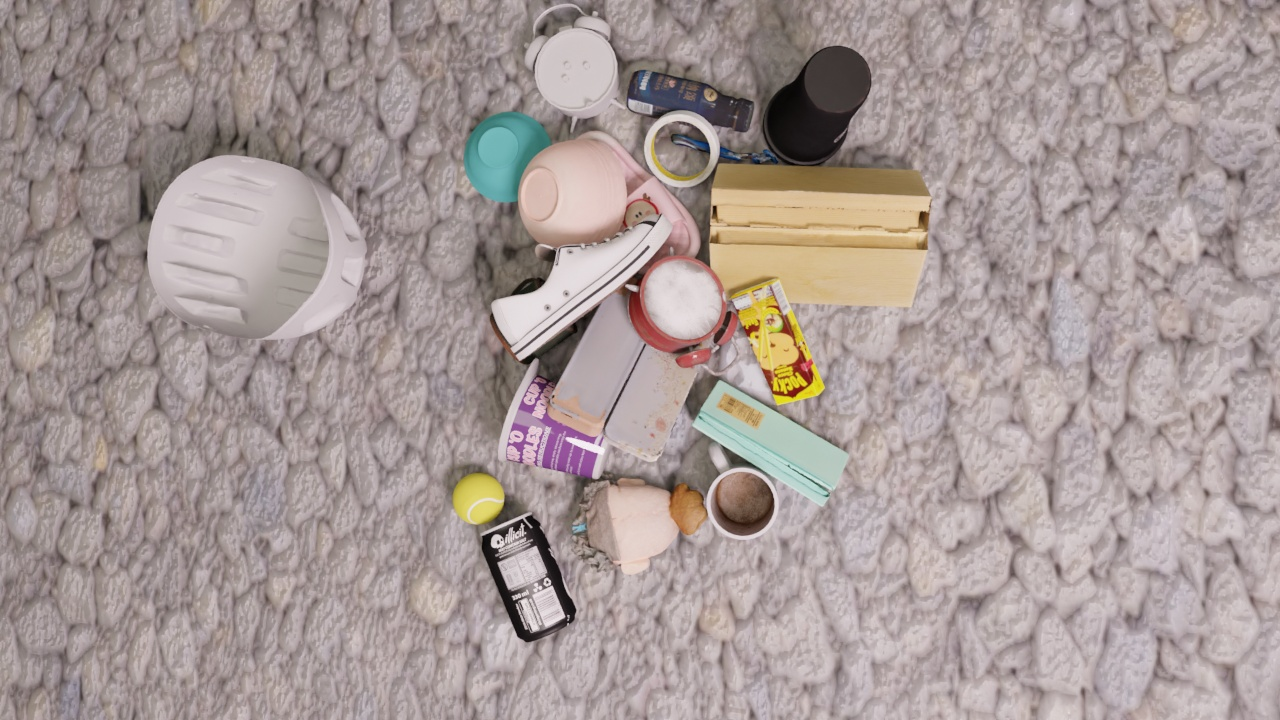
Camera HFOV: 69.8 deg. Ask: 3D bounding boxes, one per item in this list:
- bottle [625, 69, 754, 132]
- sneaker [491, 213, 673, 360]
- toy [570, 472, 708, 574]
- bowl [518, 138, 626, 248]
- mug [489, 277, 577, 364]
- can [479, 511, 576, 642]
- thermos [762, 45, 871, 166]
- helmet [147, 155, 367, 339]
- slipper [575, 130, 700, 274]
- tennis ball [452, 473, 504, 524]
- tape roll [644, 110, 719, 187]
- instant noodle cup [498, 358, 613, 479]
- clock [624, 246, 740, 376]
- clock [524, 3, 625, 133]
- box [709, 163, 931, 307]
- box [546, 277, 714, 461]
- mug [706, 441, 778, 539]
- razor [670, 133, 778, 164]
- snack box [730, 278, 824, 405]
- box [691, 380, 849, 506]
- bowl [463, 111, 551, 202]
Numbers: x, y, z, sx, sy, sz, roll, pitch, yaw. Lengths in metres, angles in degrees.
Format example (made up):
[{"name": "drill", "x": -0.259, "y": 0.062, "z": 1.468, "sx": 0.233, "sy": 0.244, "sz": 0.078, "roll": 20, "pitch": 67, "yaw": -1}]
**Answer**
[{"name": "bottle", "x": 0.063, "y": -0.325, "z": 1.159, "sx": 0.161, "sy": 0.056, "sz": 0.056, "roll": 16, "pitch": 90, "yaw": 8}, {"name": "sneaker", "x": -0.074, "y": -0.109, "z": 1.084, "sx": 0.245, "sy": 0.091, "sz": 0.097, "roll": -39, "pitch": 93, "yaw": -11}, {"name": "toy", "x": -0.002, "y": 0.197, "z": 1.139, "sx": 0.176, "sy": 0.076, "sz": 0.132, "roll": -10, "pitch": 71, "yaw": 9}, {"name": "bowl", "x": -0.098, "y": -0.201, "z": 1.135, "sx": 0.153, "sy": 0.076, "sz": 0.153, "roll": 5, "pitch": 98, "yaw": 37}, {"name": "mug", "x": -0.142, "y": -0.057, "z": 1.171, "sx": 0.081, "sy": 0.085, "sz": 0.111, "roll": -35, "pitch": 52, "yaw": 7}, {"name": "can", "x": -0.141, "y": 0.271, "z": 1.151, "sx": 0.080, "sy": 0.080, "sz": 0.146, "roll": -24, "pitch": 84, "yaw": 6}, {"name": "thermos", "x": 0.206, "y": -0.294, "z": 1.060, "sx": 0.106, "sy": 0.218, "sz": 0.106, "roll": 0, "pitch": 92, "yaw": 1}, {"name": "helmet", "x": -0.489, "y": -0.137, "z": 1.166, "sx": 0.282, "sy": 0.184, "sz": 0.224, "roll": 7, "pitch": 83, "yaw": 2}, {"name": "slipper", "x": -0.017, "y": -0.198, "z": 1.166, "sx": 0.107, "sy": 0.055, "sz": 0.221, "roll": -40, "pitch": 82, "yaw": 7}, {"name": "tennis ball", "x": -0.207, "y": 0.176, "z": 1.172, "sx": 0.065, "sy": 0.065, "sz": 0.065, "roll": 0, "pitch": 87, "yaw": 8}, {"name": "tape roll", "x": 0.052, "y": -0.265, "z": 1.152, "sx": 0.094, "sy": 0.019, "sz": 0.094, "roll": 8, "pitch": 123, "yaw": 13}, {"name": "instant noodle cup", "x": -0.093, "y": 0.081, "z": 1.134, "sx": 0.122, "sy": 0.121, "sz": 0.137, "roll": 19, "pitch": 99, "yaw": 5}, {"name": "clock", "x": 0.055, "y": -0.050, "z": 1.106, "sx": 0.109, "sy": 0.062, "sz": 0.157, "roll": -42, "pitch": 92, "yaw": -23}, {"name": "clock", "x": -0.087, "y": -0.385, "z": 1.181, "sx": 0.120, "sy": 0.061, "sz": 0.159, "roll": -22, "pitch": 86, "yaw": 7}, {"name": "box", "x": 0.209, "y": -0.155, "z": 1.097, "sx": 0.249, "sy": 0.141, "sz": 0.184, "roll": 3, "pitch": 95, "yaw": 9}, {"name": "box", "x": -0.005, "y": 0.006, "z": 1.118, "sx": 0.151, "sy": 0.043, "sz": 0.215, "roll": 28, "pitch": 60, "yaw": -2}, {"name": "mug", "x": 0.115, "y": 0.152, "z": 1.111, "sx": 0.083, "sy": 0.096, "sz": 0.119, "roll": -31, "pitch": 84, "yaw": 6}, {"name": "razor", "x": 0.104, "y": -0.266, "z": 1.164, "sx": 0.141, "sy": 0.043, "sz": 0.018, "roll": 15, "pitch": 94, "yaw": 15}, {"name": "snack box", "x": 0.167, "y": -0.021, "z": 1.117, "sx": 0.061, "sy": 0.025, "sz": 0.149, "roll": -18, "pitch": 100, "yaw": 40}, {"name": "box", "x": 0.161, "y": 0.093, "z": 1.116, "sx": 0.189, "sy": 0.077, "sz": 0.080, "roll": 32, "pitch": 94, "yaw": 9}, {"name": "bowl", "x": -0.179, "y": -0.271, "z": 1.197, "sx": 0.121, "sy": 0.046, "sz": 0.121, "roll": 0, "pitch": 88, "yaw": 8}]
